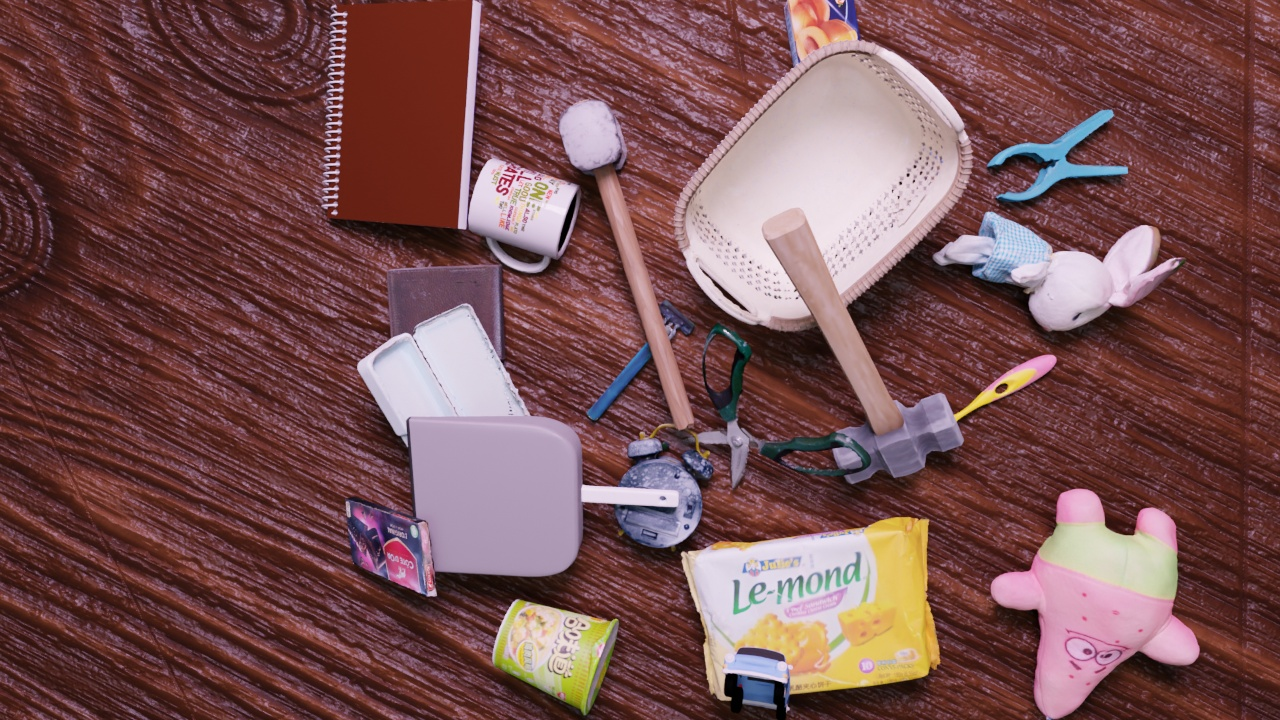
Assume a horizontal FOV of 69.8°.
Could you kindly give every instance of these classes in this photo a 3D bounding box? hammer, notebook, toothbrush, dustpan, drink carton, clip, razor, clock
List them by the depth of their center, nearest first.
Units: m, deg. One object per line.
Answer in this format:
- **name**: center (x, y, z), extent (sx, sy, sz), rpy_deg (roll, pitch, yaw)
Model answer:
- **hammer**: center (0.187, -0.007, 0.814), extent (0.117, 0.051, 0.323), rpy_deg (-23, 130, 17)
- **drink carton**: center (0.180, -0.284, 0.878), extent (0.064, 0.040, 0.130), rpy_deg (-11, 95, 6)
- **clip**: center (0.402, -0.176, 0.882), extent (0.127, 0.028, 0.113), rpy_deg (-8, 94, 4)
- **hammer**: center (-0.005, -0.090, 0.888), extent (0.052, 0.098, 0.328), rpy_deg (-17, 97, 5)
- **dustpan**: center (-0.092, 0.133, 0.891), extent (0.258, 0.033, 0.163), rpy_deg (2, 108, 6)
- **notebook**: center (-0.238, -0.240, 0.896), extent (0.172, 0.022, 0.209), rpy_deg (8, 97, 24)
- **toothbrush**: center (0.352, 0.032, 0.914), extent (0.135, 0.016, 0.021), rpy_deg (-32, 91, 5)
- **clock**: center (0.022, 0.127, 0.929), extent (0.090, 0.052, 0.129), rpy_deg (16, 98, 3)
- **razor**: center (-0.006, 0.005, 0.934), extent (0.042, 0.022, 0.144), rpy_deg (40, 98, 0)

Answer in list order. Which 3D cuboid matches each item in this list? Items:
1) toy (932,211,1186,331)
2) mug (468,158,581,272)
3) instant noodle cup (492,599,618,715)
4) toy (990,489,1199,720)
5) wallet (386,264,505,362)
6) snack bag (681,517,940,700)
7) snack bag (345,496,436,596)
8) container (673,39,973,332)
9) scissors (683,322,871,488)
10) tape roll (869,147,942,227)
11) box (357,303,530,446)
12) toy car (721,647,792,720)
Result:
- **toy**: center (0.380, -0.077, 0.862), extent (0.205, 0.130, 0.106), rpy_deg (8, 113, 10)
- **mug**: center (-0.115, -0.136, 0.906), extent (0.089, 0.073, 0.105), rpy_deg (18, 126, 2)
- **instant noodle cup**: center (-0.088, 0.296, 0.941), extent (0.108, 0.098, 0.099), rpy_deg (16, 97, 11)
- **toy**: center (0.436, 0.248, 0.894), extent (0.192, 0.096, 0.237), rpy_deg (16, 105, 10)
- **wallet**: center (-0.199, -0.047, 0.939), extent (0.120, 0.031, 0.099), rpy_deg (-1, 94, 7)
- **snack bag**: center (0.174, 0.247, 0.923), extent (0.247, 0.068, 0.159), rpy_deg (-8, 95, 6)
- **snack bag**: center (-0.254, 0.184, 0.927), extent (0.155, 0.018, 0.074), rpy_deg (4, 102, 45)
- **container**: center (0.154, -0.158, 0.816), extent (0.184, 0.142, 0.247), rpy_deg (41, 112, -14)
- **scissors**: center (0.126, 0.064, 0.872), extent (0.204, 0.015, 0.202), rpy_deg (18, 134, 23)
- **tape roll**: center (0.258, -0.175, 0.895), extent (0.091, 0.016, 0.093), rpy_deg (24, 98, 1)
- **box**: center (-0.180, 0.056, 0.914), extent (0.125, 0.075, 0.197), rpy_deg (-27, 108, -2)
- **toy car**: center (0.108, 0.290, 0.836), extent (0.056, 0.153, 0.054), rpy_deg (5, 62, 13)
